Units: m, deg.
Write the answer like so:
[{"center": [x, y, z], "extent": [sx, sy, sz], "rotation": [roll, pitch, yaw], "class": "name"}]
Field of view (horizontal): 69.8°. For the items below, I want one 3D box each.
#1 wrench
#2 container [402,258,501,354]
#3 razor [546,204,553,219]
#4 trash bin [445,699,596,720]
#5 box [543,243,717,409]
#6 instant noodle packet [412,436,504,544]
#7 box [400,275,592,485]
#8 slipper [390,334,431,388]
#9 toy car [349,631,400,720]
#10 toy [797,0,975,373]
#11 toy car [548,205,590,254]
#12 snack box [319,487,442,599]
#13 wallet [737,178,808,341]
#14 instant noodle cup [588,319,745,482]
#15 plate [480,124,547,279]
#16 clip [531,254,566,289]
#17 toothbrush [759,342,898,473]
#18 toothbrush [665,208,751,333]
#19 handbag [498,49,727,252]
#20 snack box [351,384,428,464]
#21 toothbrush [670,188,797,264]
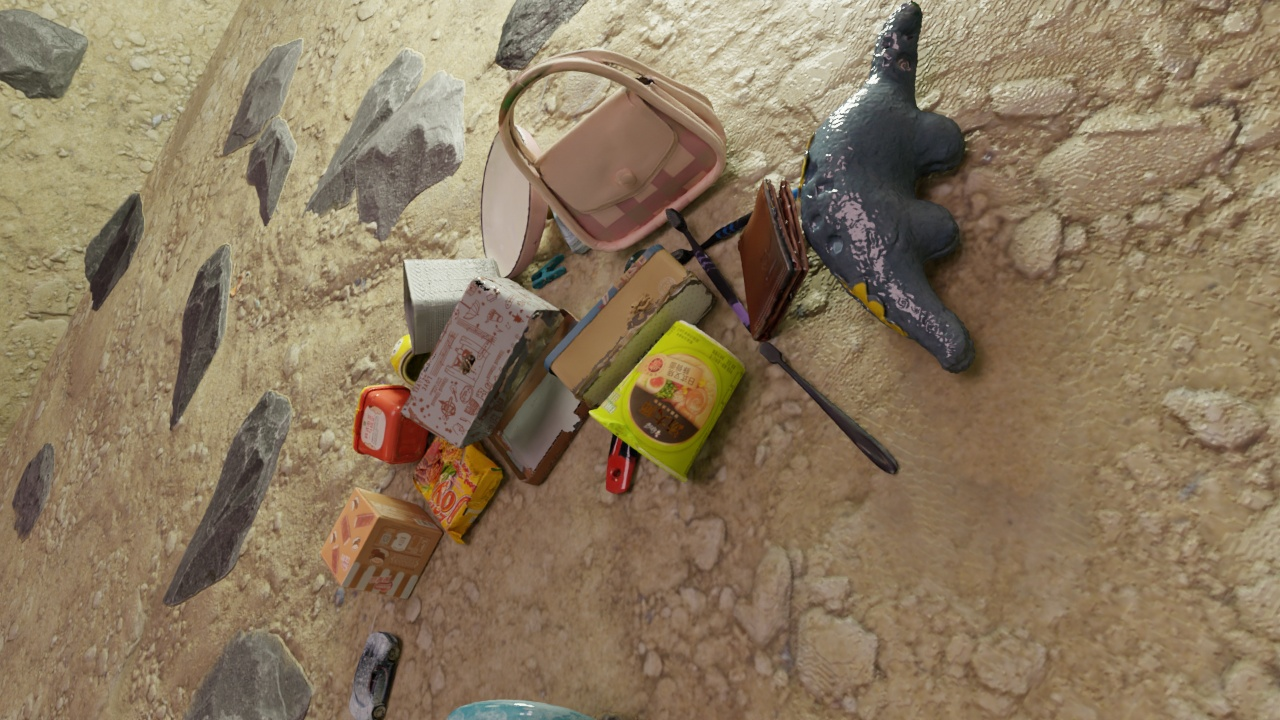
[{"center": [-0.006, 0.006, 0.962], "extent": [0.056, 0.016, 0.273], "rotation": [-10, 64, 37], "class": "wrench"}, {"center": [-0.227, -0.069, 1.124], "extent": [0.090, 0.114, 0.090], "rotation": [105, 152, -48], "class": "container"}, {"center": [-0.068, -0.237, 1.120], "extent": [0.168, 0.062, 0.067], "rotation": [-44, 77, 26], "class": "razor"}, {"center": [-0.102, 0.394, 0.744], "extent": [0.227, 0.226, 0.194], "rotation": [-24, 43, 34], "class": "trash bin"}, {"center": [-0.013, -0.024, 0.912], "extent": [0.184, 0.090, 0.061], "rotation": [-44, 62, 4], "class": "box"}, {"center": [-0.216, 0.140, 1.079], "extent": [0.128, 0.044, 0.111], "rotation": [42, 105, 45], "class": "instant noodle packet"}, {"center": [-0.130, 0.028, 1.015], "extent": [0.178, 0.152, 0.182], "rotation": [31, 98, 7], "class": "box"}, {"center": [-0.264, 0.002, 1.166], "extent": [0.191, 0.081, 0.091], "rotation": [23, 85, 44], "class": "slipper"}, {"center": [-0.312, 0.369, 1.067], "extent": [0.049, 0.031, 0.105], "rotation": [-5, 68, 43], "class": "toy car"}, {"center": [0.205, -0.150, 0.786], "extent": [0.138, 0.091, 0.355], "rotation": [-9, 66, 28], "class": "toy"}, {"center": [-0.084, -0.171, 1.098], "extent": [0.043, 0.034, 0.090], "rotation": [-36, 69, 29], "class": "toy car"}, {"center": [-0.309, 0.217, 1.091], "extent": [0.077, 0.092, 0.094], "rotation": [30, 92, 47], "class": "snack box"}, {"center": [0.118, -0.089, 0.837], "extent": [0.125, 0.032, 0.101], "rotation": [105, 161, -61], "class": "wallet"}, {"center": [0.032, 0.032, 0.856], "extent": [0.112, 0.111, 0.123], "rotation": [33, 87, 47], "class": "instant noodle cup"}, {"center": [-0.154, -0.196, 1.147], "extent": [0.193, 0.039, 0.192], "rotation": [0, 90, 63], "class": "plate"}, {"center": [-0.112, -0.106, 1.120], "extent": [0.056, 0.014, 0.040], "rotation": [-34, 50, 28], "class": "clip"}, {"center": [0.160, 0.038, 0.792], "extent": [0.016, 0.018, 0.181], "rotation": [-47, 47, 6], "class": "toothbrush"}, {"center": [0.069, -0.094, 0.925], "extent": [0.014, 0.016, 0.189], "rotation": [-42, 55, 17], "class": "toothbrush"}, {"center": [-0.042, -0.230, 0.952], "extent": [0.194, 0.234, 0.093], "rotation": [-33, 49, 28], "class": "handbag"}, {"center": [-0.316, 0.084, 1.168], "extent": [0.080, 0.081, 0.091], "rotation": [22, 105, 39], "class": "snack box"}, {"center": [0.098, -0.138, 0.935], "extent": [0.190, 0.016, 0.014], "rotation": [-26, 59, 31], "class": "toothbrush"}]
